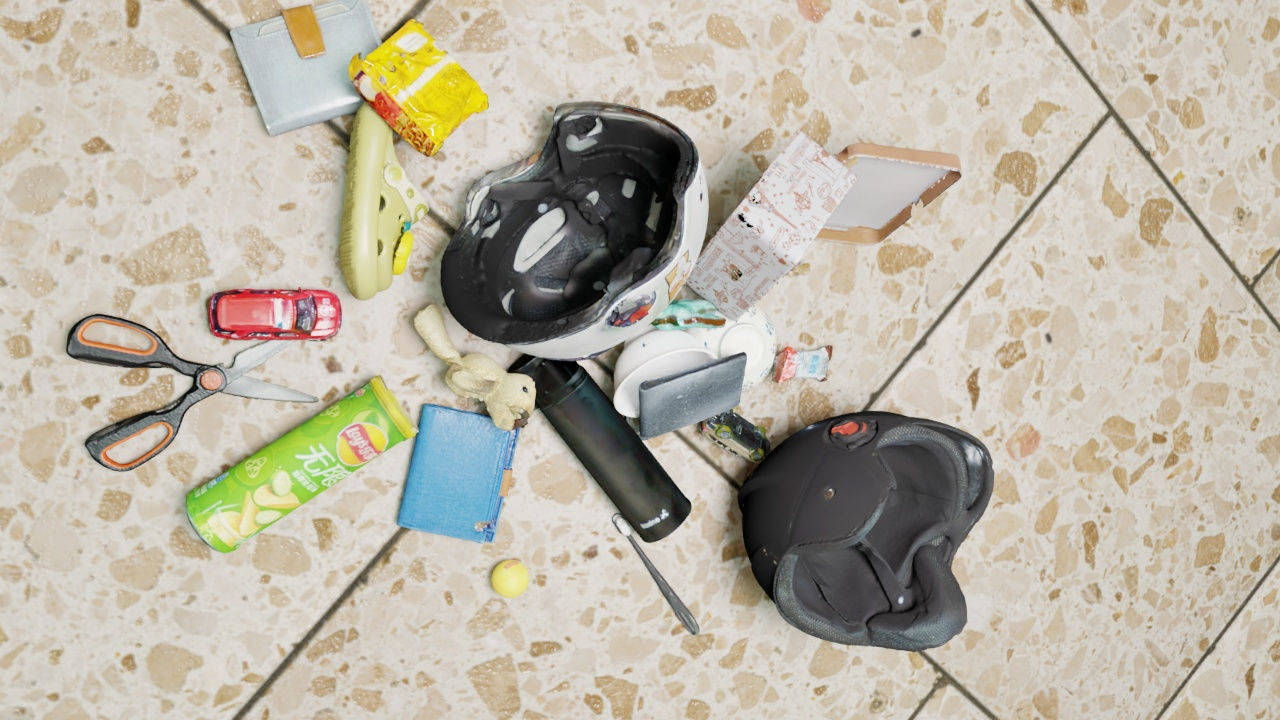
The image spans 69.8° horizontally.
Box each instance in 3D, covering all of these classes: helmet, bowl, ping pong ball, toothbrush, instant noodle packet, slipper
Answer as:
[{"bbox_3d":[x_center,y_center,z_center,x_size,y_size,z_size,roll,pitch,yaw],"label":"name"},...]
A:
[{"bbox_3d":[0.236,0.166,0.987,0.274,0.230,0.233,-41,123,-6],"label":"helmet"},{"bbox_3d":[0.104,-0.015,1.013,0.113,0.062,0.113,-2,97,-17],"label":"bowl"},{"bbox_3d":[0.017,0.001,0.969,0.118,0.118,0.064,-16,60,-14],"label":"bowl"},{"bbox_3d":[-0.047,-0.106,0.897,0.274,0.230,0.157,-52,148,-6],"label":"helmet"},{"bbox_3d":[-0.139,0.234,0.984,0.040,0.040,0.040,-2,97,-16],"label":"ping pong ball"},{"bbox_3d":[0.020,0.247,1.046,0.015,0.018,0.181,-36,107,-12],"label":"toothbrush"},{"bbox_3d":[-0.207,-0.259,0.870,0.044,0.128,0.111,-30,112,34],"label":"instant noodle packet"},{"bbox_3d":[-0.243,-0.151,0.882,0.081,0.092,0.190,3,95,-22],"label":"slipper"}]

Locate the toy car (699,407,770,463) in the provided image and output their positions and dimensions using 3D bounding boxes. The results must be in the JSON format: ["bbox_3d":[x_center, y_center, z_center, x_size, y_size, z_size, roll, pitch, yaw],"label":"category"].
[{"bbox_3d":[0.109,0.084,1.038,0.090,0.035,0.042,32,44,-17],"label":"toy car"}]

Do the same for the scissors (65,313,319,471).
[{"bbox_3d":[-0.437,0.026,0.884,0.221,0.022,0.224,33,86,-22],"label":"scissors"}]

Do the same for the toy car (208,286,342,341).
[{"bbox_3d":[-0.348,-0.044,0.879,0.120,0.045,0.053,-3,90,-25],"label":"toy car"}]

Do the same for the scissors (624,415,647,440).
[{"bbox_3d":[0.009,0.005,1.015,0.166,0.014,0.163,22,88,-16],"label":"scissors"}]

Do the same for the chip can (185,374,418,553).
[{"bbox_3d":[-0.330,0.102,0.896,0.221,0.072,0.072,-34,105,-10],"label":"chip can"}]

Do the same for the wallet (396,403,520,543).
[{"bbox_3d":[-0.188,0.118,0.957,0.106,0.040,0.133,12,93,-9],"label":"wallet"}]

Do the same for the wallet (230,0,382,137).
[{"bbox_3d":[-0.308,-0.283,0.872,0.129,0.037,0.106,-21,103,-13],"label":"wallet"}]

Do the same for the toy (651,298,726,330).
[{"bbox_3d":[0.049,-0.045,0.937,0.097,0.091,0.030,5,105,26],"label":"toy"}]

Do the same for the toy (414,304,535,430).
[{"bbox_3d":[-0.167,0.006,0.920,0.157,0.105,0.066,45,77,3],"label":"toy"}]

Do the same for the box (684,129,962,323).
[{"bbox_3d":[0.177,-0.152,0.950,0.272,0.179,0.130,-24,80,-22],"label":"box"}]

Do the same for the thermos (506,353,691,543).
[{"bbox_3d":[-0.050,0.090,0.987,0.090,0.068,0.242,-32,105,23],"label":"thermos"}]

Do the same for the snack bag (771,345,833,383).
[{"bbox_3d":[0.188,0.004,1.041,0.105,0.026,0.045,0,101,-46],"label":"snack bag"}]

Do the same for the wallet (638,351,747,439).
[{"bbox_3d":[0.055,0.037,0.969,0.120,0.097,0.019,-18,58,-12],"label":"wallet"}]
